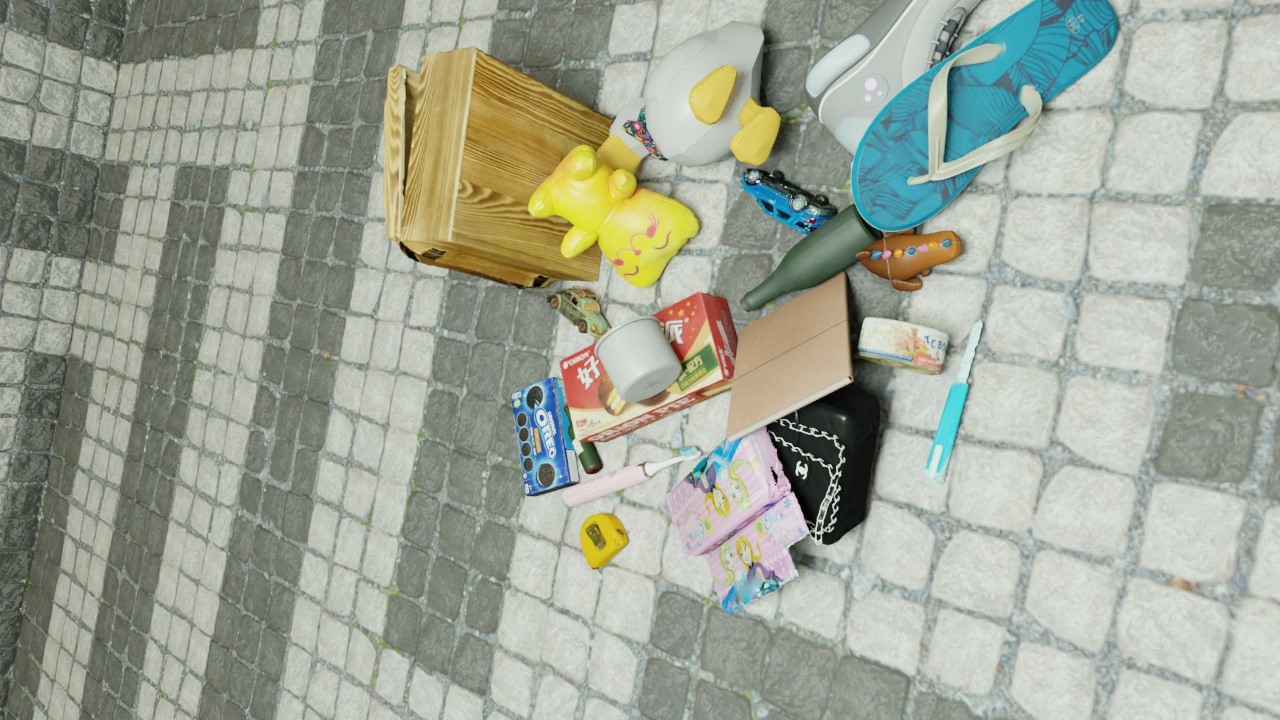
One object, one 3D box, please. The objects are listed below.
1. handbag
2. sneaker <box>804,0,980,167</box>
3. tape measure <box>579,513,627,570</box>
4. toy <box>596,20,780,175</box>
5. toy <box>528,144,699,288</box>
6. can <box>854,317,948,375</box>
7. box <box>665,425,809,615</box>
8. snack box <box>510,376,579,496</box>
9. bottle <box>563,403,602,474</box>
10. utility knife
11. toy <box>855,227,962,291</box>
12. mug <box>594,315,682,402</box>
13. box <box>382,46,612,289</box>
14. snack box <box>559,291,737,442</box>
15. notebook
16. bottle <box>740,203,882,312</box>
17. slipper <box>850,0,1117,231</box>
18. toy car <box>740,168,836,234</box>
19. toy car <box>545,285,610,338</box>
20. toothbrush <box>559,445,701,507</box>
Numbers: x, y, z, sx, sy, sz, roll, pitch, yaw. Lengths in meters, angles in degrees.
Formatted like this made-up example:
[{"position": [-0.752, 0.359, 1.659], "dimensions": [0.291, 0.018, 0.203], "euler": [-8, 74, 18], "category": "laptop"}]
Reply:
[{"position": [0.165, 0.105, 0.947], "dimensions": [0.125, 0.114, 0.154], "euler": [21, 122, 37], "category": "handbag"}, {"position": [0.304, -0.305, 0.942], "dimensions": [0.257, 0.093, 0.160], "euler": [-37, 71, 27], "category": "sneaker"}, {"position": [-0.050, 0.226, 1.179], "dimensions": [0.068, 0.030, 0.059], "euler": [-44, 62, 25], "category": "tape measure"}, {"position": [0.059, -0.306, 1.103], "dimensions": [0.246, 0.141, 0.267], "euler": [-54, 29, -1], "category": "toy"}, {"position": [-0.036, -0.180, 1.139], "dimensions": [0.135, 0.193, 0.087], "euler": [-48, 23, 29], "category": "toy"}, {"position": [0.264, -0.014, 0.927], "dimensions": [0.086, 0.086, 0.043], "euler": [13, 90, 39], "category": "can"}, {"position": [0.103, 0.180, 0.998], "dimensions": [0.159, 0.035, 0.231], "euler": [68, 152, 21], "category": "box"}, {"position": [-0.131, 0.105, 1.260], "dimensions": [0.082, 0.027, 0.150], "euler": [-23, 71, 33], "category": "snack box"}, {"position": [-0.081, 0.102, 1.222], "dimensions": [0.025, 0.025, 0.106], "euler": [-40, 62, 27], "category": "bottle"}, {"position": [0.318, 0.042, 0.921], "dimensions": [0.022, 0.015, 0.169], "euler": [21, 99, 38], "category": "utility knife"}, {"position": [0.271, -0.110, 0.926], "dimensions": [0.090, 0.102, 0.070], "euler": [-11, 83, 43], "category": "toy"}, {"position": [-0.006, 0.006, 1.070], "dimensions": [0.070, 0.084, 0.113], "euler": [62, 148, 22], "category": "mug"}, {"position": [-0.185, -0.227, 1.190], "dimensions": [0.176, 0.278, 0.247], "euler": [3, 86, 34], "category": "box"}, {"position": [0.011, 0.013, 1.138], "dimensions": [0.237, 0.060, 0.113], "euler": [-25, 69, 33], "category": "snack box"}, {"position": [0.157, -0.009, 0.963], "dimensions": [0.142, 0.008, 0.208], "euler": [-30, 23, 27], "category": "notebook"}, {"position": [0.183, -0.105, 1.024], "dimensions": [0.175, 0.055, 0.055], "euler": [-34, 64, 31], "category": "bottle"}, {"position": [0.324, -0.246, 0.886], "dimensions": [0.295, 0.060, 0.118], "euler": [-40, 89, 16], "category": "slipper"}, {"position": [0.165, -0.183, 1.047], "dimensions": [0.120, 0.056, 0.044], "euler": [39, 121, 30], "category": "toy car"}, {"position": [-0.079, -0.072, 1.228], "dimensions": [0.112, 0.047, 0.047], "euler": [40, 113, 34], "category": "toy car"}, {"position": [-0.015, 0.146, 1.164], "dimensions": [0.223, 0.026, 0.027], "euler": [-24, 31, 33], "category": "toothbrush"}]
